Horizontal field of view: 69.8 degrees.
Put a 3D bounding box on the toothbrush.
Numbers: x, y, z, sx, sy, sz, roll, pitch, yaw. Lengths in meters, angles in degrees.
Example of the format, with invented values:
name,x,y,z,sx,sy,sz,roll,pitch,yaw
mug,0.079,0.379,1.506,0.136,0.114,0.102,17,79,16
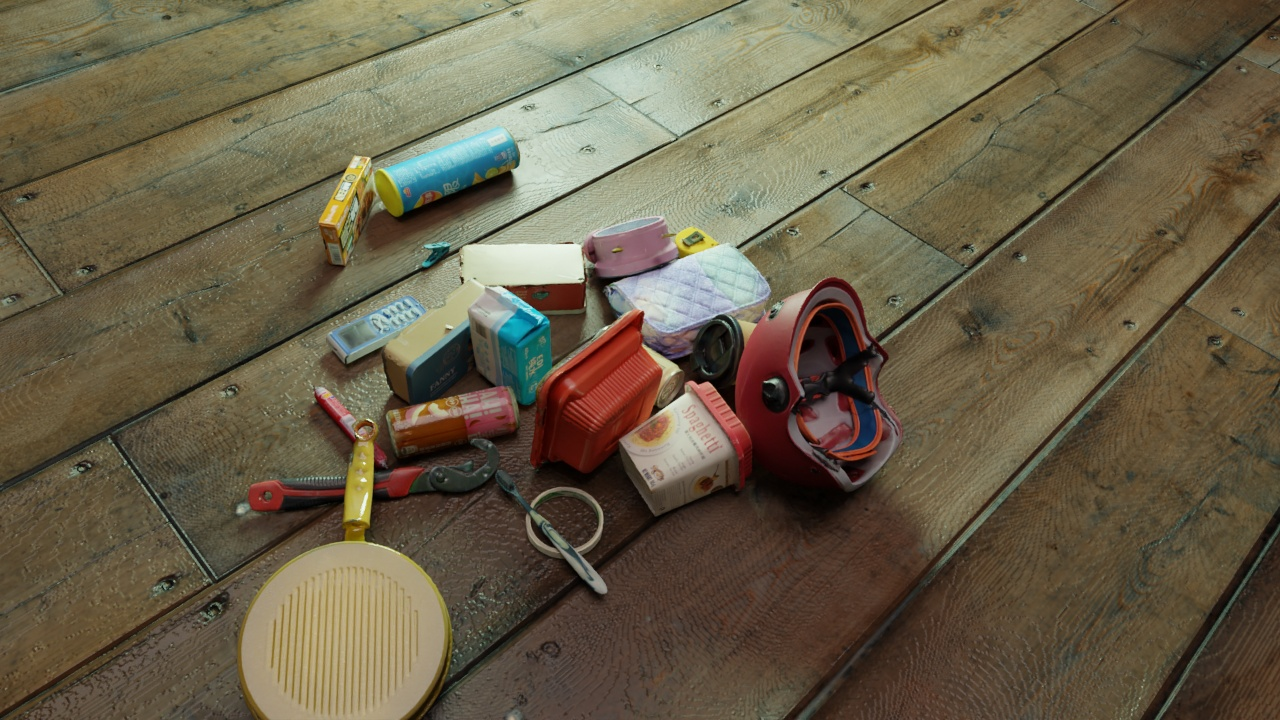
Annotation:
name,x,y,z,sx,sy,sz,roll,pitch,yaw
toothbrush,-0.098,0.182,0.990,0.016,0.018,0.191,-31,59,-29

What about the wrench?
name,x,y,z,sx,sy,sz,roll,pitch,yaw
wrench,-0.292,0.134,1.020,0.273,0.016,0.056,-9,88,-10

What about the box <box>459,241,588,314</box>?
name,x,y,z,sx,sy,sz,roll,pitch,yaw
box,-0.157,-0.116,1.228,0.168,0.076,0.091,-2,50,-9

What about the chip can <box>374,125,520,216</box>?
name,x,y,z,sx,sy,sz,roll,pitch,yaw
chip can,-0.284,-0.284,1.366,0.209,0.071,0.071,-29,58,-29

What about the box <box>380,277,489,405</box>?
name,x,y,z,sx,sy,sz,roll,pitch,yaw
box,-0.242,-0.018,1.125,0.060,0.090,0.183,30,55,18

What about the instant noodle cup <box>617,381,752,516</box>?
name,x,y,z,sx,sy,sz,roll,pitch,yaw
instant noodle cup,0.049,0.105,1.040,0.124,0.117,0.116,-27,56,-12

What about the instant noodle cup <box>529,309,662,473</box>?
name,x,y,z,sx,sy,sz,roll,pitch,yaw
instant noodle cup,-0.045,0.049,1.026,0.079,0.189,0.164,39,58,16

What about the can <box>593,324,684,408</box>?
name,x,y,z,sx,sy,sz,roll,pitch,yaw
can,-0.007,0.007,1.147,0.116,0.059,0.058,33,53,21

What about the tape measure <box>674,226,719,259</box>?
name,x,y,z,sx,sy,sz,roll,pitch,yaw
tape measure,0.078,-0.169,1.331,0.057,0.029,0.060,-33,59,-29

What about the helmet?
name,x,y,z,sx,sy,sz,roll,pitch,yaw
helmet,0.185,0.032,1.052,0.144,0.240,0.206,-8,9,42

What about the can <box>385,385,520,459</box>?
name,x,y,z,sx,sy,sz,roll,pitch,yaw
can,-0.218,0.071,1.068,0.147,0.058,0.058,-13,51,-16

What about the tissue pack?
name,x,y,z,sx,sy,sz,roll,pitch,yaw
tissue pack,-0.152,-0.018,1.102,0.090,0.140,0.063,34,54,26

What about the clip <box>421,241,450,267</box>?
name,x,y,z,sx,sy,sz,roll,pitch,yaw
clip,-0.285,-0.153,1.283,0.013,0.033,0.053,28,35,17

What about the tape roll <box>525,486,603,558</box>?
name,x,y,z,sx,sy,sz,roll,pitch,yaw
tape roll,-0.084,0.179,1.017,0.086,0.014,0.085,3,49,-3

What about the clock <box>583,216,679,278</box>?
name,x,y,z,sx,sy,sz,roll,pitch,yaw
clock,-0.017,-0.160,1.270,0.117,0.060,0.158,-20,15,-15

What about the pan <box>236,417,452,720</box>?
name,x,y,z,sx,sy,sz,roll,pitch,yaw
pan,-0.289,0.207,0.923,0.197,0.078,0.356,1,62,-12

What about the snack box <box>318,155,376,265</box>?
name,x,y,z,sx,sy,sz,roll,pitch,yaw
snack box,-0.407,-0.211,1.284,0.026,0.075,0.153,8,49,1

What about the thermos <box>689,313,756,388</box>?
name,x,y,z,sx,sy,sz,roll,pitch,yaw
thermos,0.143,-0.008,1.150,0.143,0.093,0.093,4,46,-27

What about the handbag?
name,x,y,z,sx,sy,sz,roll,pitch,yaw
handbag,0.066,-0.079,1.221,0.193,0.076,0.134,-20,54,-24

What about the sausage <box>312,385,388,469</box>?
name,x,y,z,sx,sy,sz,roll,pitch,yaw
sausage,-0.341,0.077,1.076,0.020,0.020,0.156,-33,60,-30

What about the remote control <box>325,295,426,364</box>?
name,x,y,z,sx,sy,sz,roll,pitch,yaw
remote control,-0.335,-0.040,1.176,0.124,0.024,0.049,-31,58,-30
